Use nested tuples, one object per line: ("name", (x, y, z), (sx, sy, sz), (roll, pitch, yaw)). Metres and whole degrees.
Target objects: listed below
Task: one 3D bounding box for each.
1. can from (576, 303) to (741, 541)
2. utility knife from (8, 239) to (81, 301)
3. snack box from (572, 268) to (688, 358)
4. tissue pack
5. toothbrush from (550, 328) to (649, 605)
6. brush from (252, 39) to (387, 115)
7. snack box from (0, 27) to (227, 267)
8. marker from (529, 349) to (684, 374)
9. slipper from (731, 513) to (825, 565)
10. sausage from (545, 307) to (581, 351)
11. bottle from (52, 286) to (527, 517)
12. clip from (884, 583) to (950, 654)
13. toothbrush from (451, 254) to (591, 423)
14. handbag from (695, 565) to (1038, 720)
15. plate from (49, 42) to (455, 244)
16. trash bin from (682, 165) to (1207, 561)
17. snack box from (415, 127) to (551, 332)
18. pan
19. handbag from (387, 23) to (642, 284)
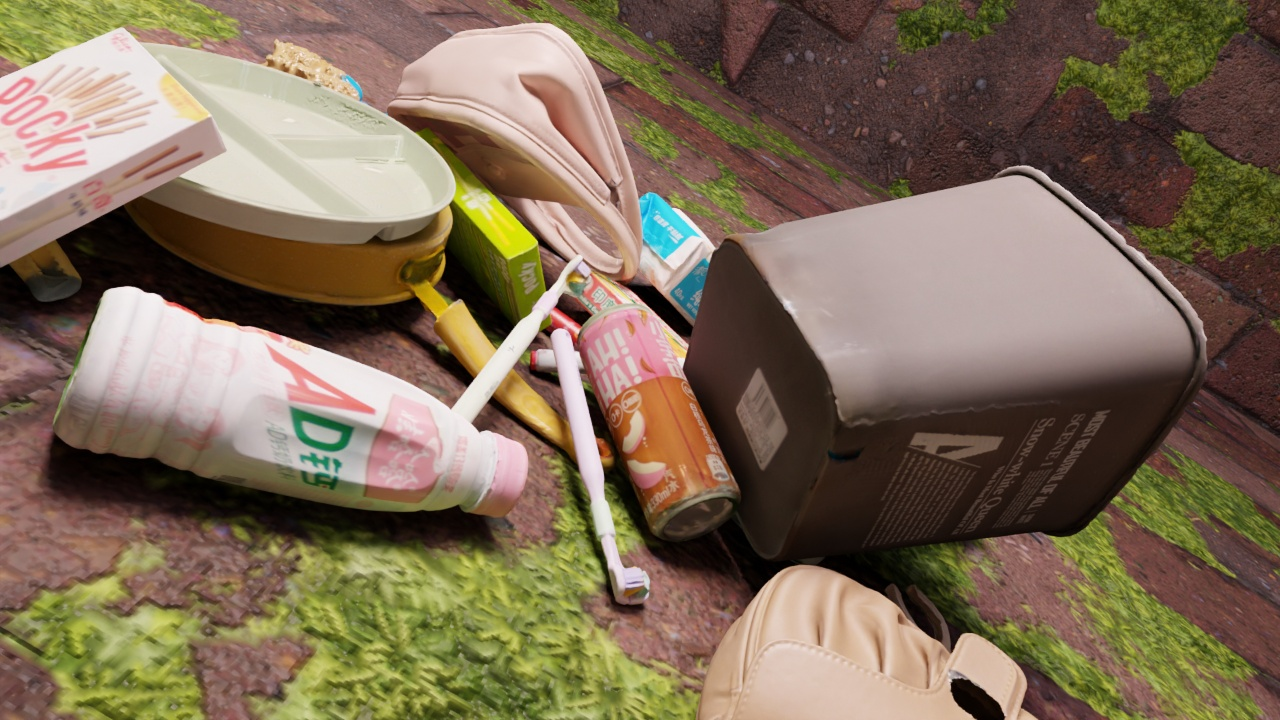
("can", (0.009, 0.036, 0.567), (0.057, 0.058, 0.147), (10, 44, -42))
("utility knife", (-0.332, -0.083, 0.468), (0.177, 0.019, 0.030), (38, 18, 24))
("snack box", (0.014, -0.010, 0.717), (0.156, 0.027, 0.077), (44, 11, 26))
("tissue pack", (0.038, -0.086, 0.830), (0.090, 0.063, 0.140), (50, 5, 33))
("toothbrush", (-0.028, 0.051, 0.527), (0.029, 0.021, 0.189), (44, 21, -49))
("brush", (-0.216, -0.217, 0.820), (0.254, 0.046, 0.083), (19, 23, -17))
("snack box", (-0.280, -0.089, 0.412), (0.156, 0.027, 0.085), (-39, 67, -25))
("marker", (-0.004, 0.004, 0.638), (0.145, 0.017, 0.017), (3, 30, -10))
("slipper", (0.125, 0.064, 0.673), (0.104, 0.074, 0.244), (34, 25, 6))
("sausage", (-0.036, -0.008, 0.679), (0.156, 0.020, 0.020), (37, 24, 11))
("bottle", (-0.145, 0.031, 0.413), (0.196, 0.068, 0.068), (22, 25, -31))
("clip", (0.181, 0.185, 0.558), (0.076, 0.035, 0.103), (4, 41, -48))
("toothbrush", (-0.071, -0.010, 0.544), (0.020, 0.029, 0.189), (10, 35, 16))
("handbag", (0.123, 0.181, 0.405), (0.204, 0.100, 0.147), (36, 27, 16))
("plate", (-0.225, -0.130, 0.547), (0.230, 0.028, 0.229), (19, 26, -10))
("trash bin", (0.160, 0.009, 0.556), (0.219, 0.199, 0.198), (-9, 46, -21))
("snack box", (-0.119, -0.093, 0.667), (0.026, 0.086, 0.156), (-31, 57, -19))
("pan", (-0.156, -0.049, 0.579), (0.357, 0.078, 0.197), (30, 26, 10))
("handbag", (-0.077, -0.149, 0.737), (0.193, 0.093, 0.234), (23, -21, 49))
